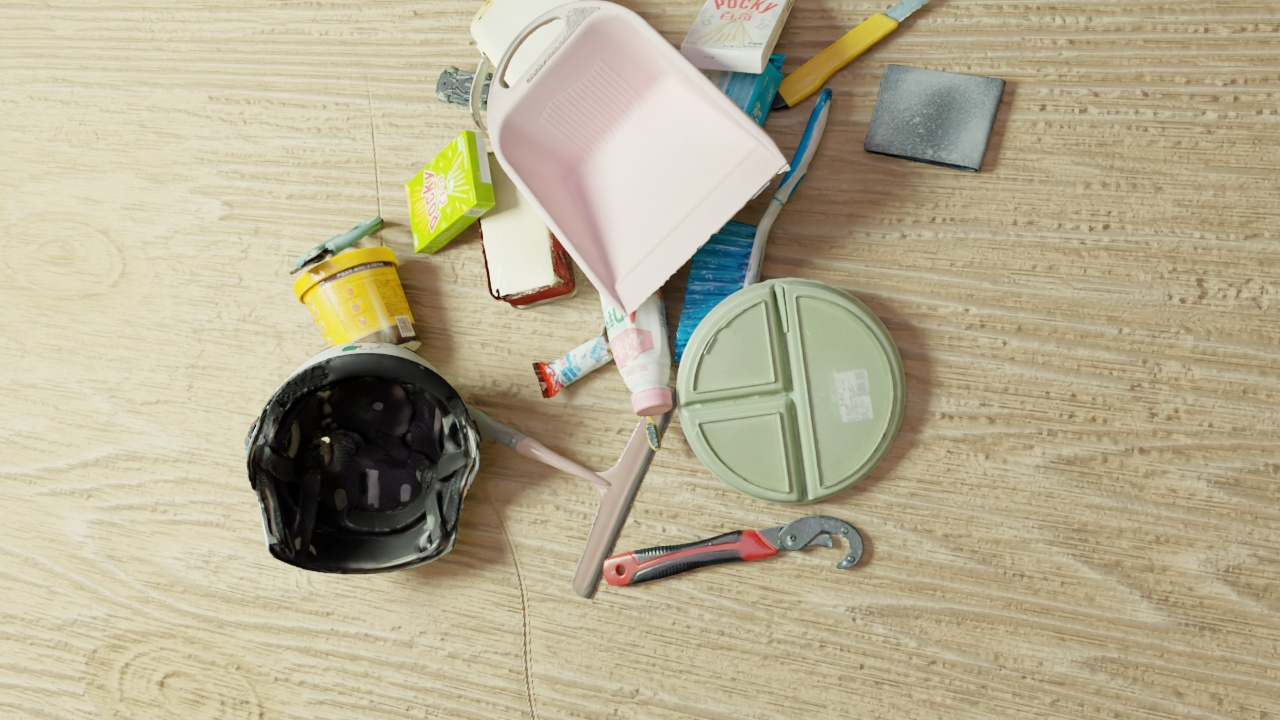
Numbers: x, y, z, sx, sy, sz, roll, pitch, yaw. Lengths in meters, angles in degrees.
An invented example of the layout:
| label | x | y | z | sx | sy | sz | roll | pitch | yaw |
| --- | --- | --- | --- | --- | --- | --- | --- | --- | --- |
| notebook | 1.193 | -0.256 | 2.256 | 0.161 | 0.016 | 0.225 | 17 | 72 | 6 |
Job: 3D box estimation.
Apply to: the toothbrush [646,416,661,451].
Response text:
| label | x | y | z | sx | sy | sz | roll | pitch | yaw |
| --- | --- | --- | --- | --- | --- | --- | --- | --- | --- |
| toothbrush | -0.006 | 0.006 | 0.981 | 0.016 | 0.018 | 0.191 | -16 | 71 | 4 |

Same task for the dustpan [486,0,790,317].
| label | x | y | z | sx | sy | sz | roll | pitch | yaw |
| --- | --- | --- | --- | --- | --- | --- | --- | --- | --- |
| dustpan | -0.032 | -0.214 | 0.898 | 0.223 | 0.138 | 0.273 | -45 | 51 | 13 |

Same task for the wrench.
| label | x | y | z | sx | sy | sz | roll | pitch | yaw |
| --- | --- | --- | --- | --- | --- | --- | --- | --- | --- |
| wrench | 0.091 | 0.199 | 0.948 | 0.274 | 0.016 | 0.056 | -10 | 81 | 14 |

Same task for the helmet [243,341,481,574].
| label | x | y | z | sx | sy | sz | roll | pitch | yaw |
| --- | --- | --- | --- | --- | --- | --- | --- | --- | --- |
| helmet | -0.290 | 0.088 | 0.978 | 0.230 | 0.156 | 0.274 | -1 | 115 | -16 |

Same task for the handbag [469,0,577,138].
| label | x | y | z | sx | sy | sz | roll | pitch | yaw |
| --- | --- | --- | --- | --- | --- | --- | --- | --- | --- |
| handbag | -0.126 | -0.331 | 1.022 | 0.179 | 0.063 | 0.163 | -40 | 67 | 11 |

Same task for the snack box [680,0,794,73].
| label | x | y | z | sx | sy | sz | roll | pitch | yaw |
| --- | --- | --- | --- | --- | --- | --- | --- | --- | --- |
| snack box | 0.103 | -0.349 | 0.950 | 0.085 | 0.027 | 0.156 | 10 | 49 | 16 |

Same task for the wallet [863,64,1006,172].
| label | x | y | z | sx | sy | sz | roll | pitch | yaw |
| --- | --- | --- | --- | --- | --- | --- | --- | --- | --- |
| wallet | 0.298 | -0.249 | 0.936 | 0.121 | 0.019 | 0.097 | 15 | 87 | 18 |

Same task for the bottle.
| label | x | y | z | sx | sy | sz | roll | pitch | yaw |
| --- | --- | --- | --- | --- | --- | --- | --- | --- | --- |
| bottle | -0.004 | -0.040 | 0.960 | 0.068 | 0.068 | 0.196 | -15 | 72 | 14 |

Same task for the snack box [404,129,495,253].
| label | x | y | z | sx | sy | sz | roll | pitch | yaw |
| --- | --- | --- | --- | --- | --- | --- | --- | --- | --- |
| snack box | -0.216 | -0.185 | 1.027 | 0.157 | 0.026 | 0.085 | -22 | 75 | 50 |

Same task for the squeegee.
| label | x | y | z | sx | sy | sz | roll | pitch | yaw |
| --- | --- | --- | --- | --- | --- | --- | --- | --- | --- |
| squeegee | -0.118 | 0.097 | 1.007 | 0.250 | 0.040 | 0.247 | 23 | 91 | 18 |

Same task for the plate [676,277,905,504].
| label | x | y | z | sx | sy | sz | roll | pitch | yaw |
| --- | --- | --- | --- | --- | --- | --- | --- | --- | --- |
| plate | 0.150 | 0.033 | 0.914 | 0.230 | 0.027 | 0.230 | 0 | 95 | 5 |

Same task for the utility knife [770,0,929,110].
| label | x | y | z | sx | sy | sz | roll | pitch | yaw |
| --- | --- | --- | --- | --- | --- | --- | --- | --- | --- |
| utility knife | 0.219 | -0.325 | 0.965 | 0.196 | 0.015 | 0.033 | -33 | 76 | 14 |

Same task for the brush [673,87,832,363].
| label | x | y | z | sx | sy | sz | roll | pitch | yaw |
| --- | --- | --- | --- | --- | --- | --- | --- | --- | --- |
| brush | 0.117 | -0.141 | 0.959 | 0.109 | 0.060 | 0.314 | 11 | 87 | 11 |

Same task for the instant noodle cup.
| label | x | y | z | sx | sy | sz | roll | pitch | yaw |
| --- | --- | --- | --- | --- | --- | --- | --- | --- | --- |
| instant noodle cup | -0.315 | -0.053 | 1.043 | 0.118 | 0.118 | 0.114 | -27 | 85 | 12 |

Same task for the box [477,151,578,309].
| label | x | y | z | sx | sy | sz | roll | pitch | yaw |
| --- | --- | --- | --- | --- | --- | --- | --- | --- | --- |
| box | -0.130 | -0.150 | 1.015 | 0.091 | 0.080 | 0.168 | -12 | 81 | 15 |

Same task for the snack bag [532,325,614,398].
| label | x | y | z | sx | sy | sz | roll | pitch | yaw |
| --- | --- | --- | --- | --- | --- | --- | --- | --- | --- |
| snack bag | -0.066 | 0.001 | 1.007 | 0.104 | 0.026 | 0.048 | -26 | 74 | 10 |

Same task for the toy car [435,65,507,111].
| label | x | y | z | sx | sy | sz | roll | pitch | yaw |
| --- | --- | --- | --- | --- | --- | --- | --- | --- | --- |
| toy car | -0.197 | -0.316 | 1.076 | 0.091 | 0.034 | 0.043 | 15 | 91 | 18 |

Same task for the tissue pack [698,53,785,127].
| label | x | y | z | sx | sy | sz | roll | pitch | yaw |
| --- | --- | --- | --- | --- | --- | --- | --- | --- | --- |
| tissue pack | 0.088 | -0.268 | 0.971 | 0.090 | 0.063 | 0.140 | 22 | 91 | 25 |

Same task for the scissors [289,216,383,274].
| label | x | y | z | sx | sy | sz | roll | pitch | yaw |
| --- | --- | --- | --- | --- | --- | --- | --- | --- | --- |
| scissors | -0.336 | -0.133 | 1.038 | 0.132 | 0.185 | 0.019 | -29 | 108 | -6 |
